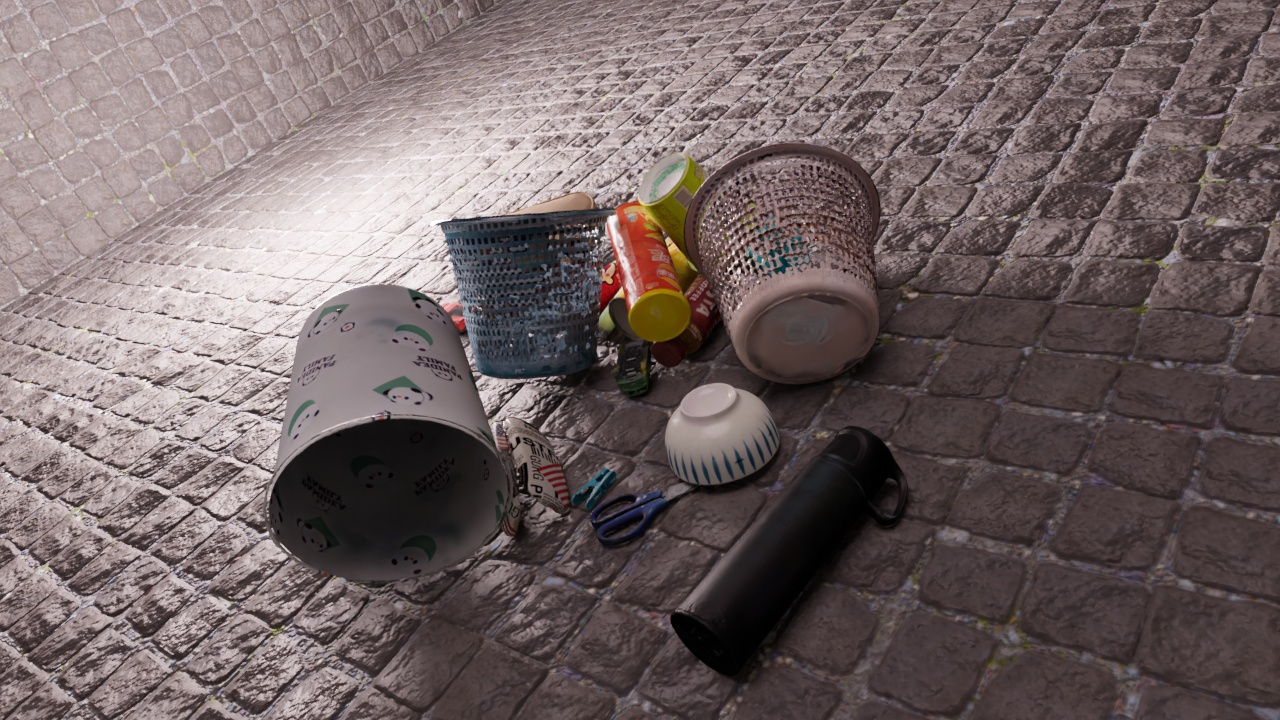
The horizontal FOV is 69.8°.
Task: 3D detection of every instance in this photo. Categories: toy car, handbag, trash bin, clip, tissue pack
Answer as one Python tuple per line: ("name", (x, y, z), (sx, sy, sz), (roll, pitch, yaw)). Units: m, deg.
("toy car", (-0.007, 0.006, 1.105), (0.043, 0.036, 0.091), (-15, 34, 14))
("toy car", (-0.290, -0.068, 1.399), (0.106, 0.031, 0.049), (9, 43, 43))
("handbag", (-0.154, -0.178, 1.420), (0.205, 0.100, 0.147), (-14, 40, 13))
("trash bin", (-0.136, -0.084, 1.134), (0.226, 0.195, 0.226), (-4, 10, 0))
("clip", (-0.047, 0.134, 0.963), (0.039, 0.014, 0.055), (13, 46, 42))
("trash bin", (0.167, -0.091, 1.000), (0.228, 0.228, 0.191), (-15, 45, 12))
("tissue pack", (0.165, -0.149, 1.176), (0.050, 0.093, 0.133), (-32, 33, -7))
("trash bin", (-0.268, 0.062, 0.964), (0.229, 0.230, 0.251), (-23, 42, 0))

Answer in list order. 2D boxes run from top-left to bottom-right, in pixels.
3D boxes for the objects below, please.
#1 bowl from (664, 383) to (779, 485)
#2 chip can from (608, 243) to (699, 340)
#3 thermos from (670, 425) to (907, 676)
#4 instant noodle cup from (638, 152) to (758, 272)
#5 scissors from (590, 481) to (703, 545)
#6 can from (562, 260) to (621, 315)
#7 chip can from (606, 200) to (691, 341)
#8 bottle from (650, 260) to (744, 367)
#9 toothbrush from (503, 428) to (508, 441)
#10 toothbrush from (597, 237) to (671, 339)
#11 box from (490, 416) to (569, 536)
("bowl", (0.077, 0.065, 0.927), (0.116, 0.066, 0.116), (-16, 27, 8))
("chip can", (0.049, -0.114, 1.219), (0.072, 0.072, 0.212), (12, 47, 42))
("thermos", (0.136, 0.157, 0.771), (0.090, 0.068, 0.241), (33, 58, 27))
("instant noodle cup", (0.064, -0.188, 1.128), (0.112, 0.123, 0.111), (-31, 39, 28))
("scissors", (0.034, 0.139, 0.908), (0.175, 0.012, 0.107), (-12, 32, 14))
("can", (-0.049, -0.097, 1.269), (0.132, 0.053, 0.053), (-36, 34, -20))
("chip can", (0.005, -0.114, 1.119), (0.073, 0.073, 0.216), (-20, 40, 4))
("bottle", (0.071, -0.060, 1.135), (0.058, 0.057, 0.174), (4, 40, 35))
("toothbrush", (-0.234, 0.104, 1.123), (0.188, 0.016, 0.017), (-12, 24, 16))
("toothbrush", (0.006, -0.120, 1.247), (0.026, 0.027, 0.224), (12, 59, 49))
("box", (-0.137, 0.127, 1.000), (0.088, 0.076, 0.162), (-44, 33, 11))
